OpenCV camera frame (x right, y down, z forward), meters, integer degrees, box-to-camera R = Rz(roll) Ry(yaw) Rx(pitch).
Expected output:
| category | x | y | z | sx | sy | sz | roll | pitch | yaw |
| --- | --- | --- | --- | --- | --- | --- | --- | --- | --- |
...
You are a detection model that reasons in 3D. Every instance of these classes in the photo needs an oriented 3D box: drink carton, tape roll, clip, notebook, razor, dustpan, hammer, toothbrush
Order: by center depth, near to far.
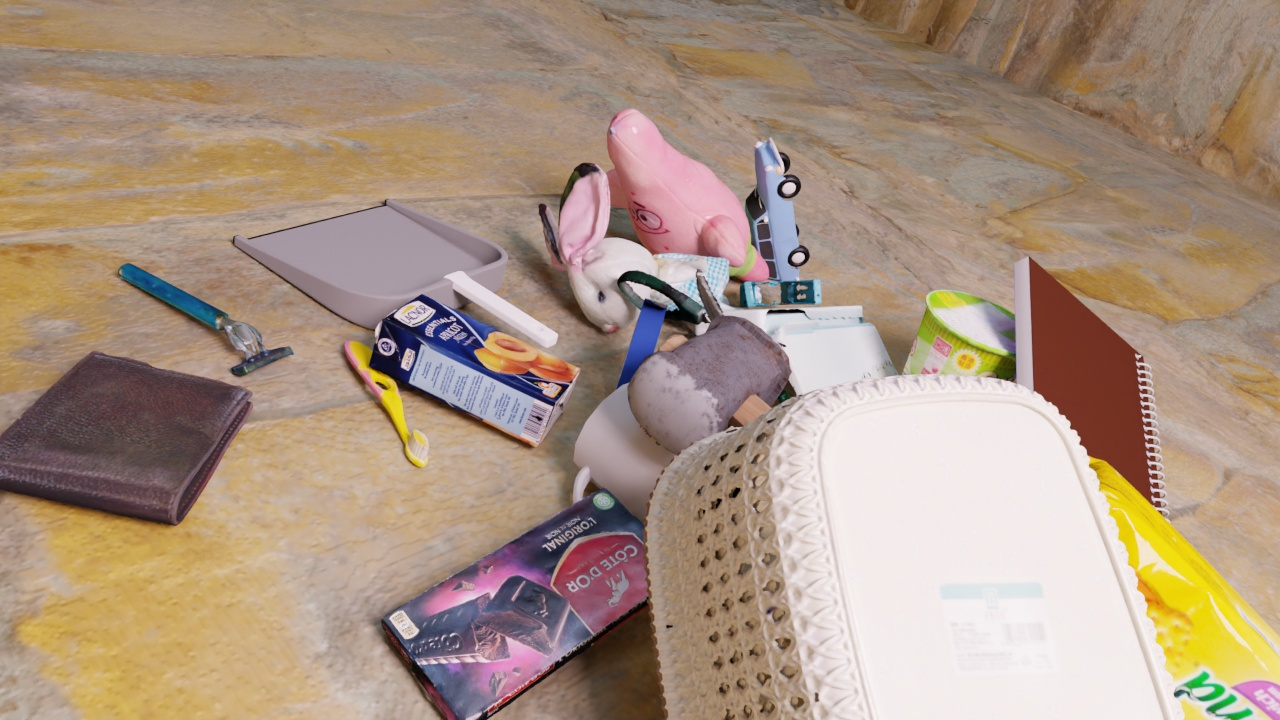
| category | x | y | z | sx | sy | sz | roll | pitch | yaw |
| --- | --- | --- | --- | --- | --- | --- | --- | --- | --- |
| hammer | 0.134 | 0.092 | 0.507 | 0.328 | 0.052 | 0.097 | 40 | 38 | 17 |
| toothbrush | -0.169 | 0.022 | 0.609 | 0.021 | 0.016 | 0.135 | -2 | 37 | -40 |
| razor | -0.302 | -0.034 | 0.624 | 0.144 | 0.022 | 0.042 | 29 | 32 | 17 |
| drink carton | -0.113 | 0.004 | 0.630 | 0.130 | 0.040 | 0.064 | 25 | 24 | 4 |
| tape roll | -0.004 | 0.004 | 0.652 | 0.016 | 0.093 | 0.091 | 18 | -5 | -1 |
| notebook | 0.346 | 0.045 | 0.702 | 0.171 | 0.022 | 0.208 | 32 | 52 | -23 |
| dustpan | -0.171 | -0.067 | 0.731 | 0.258 | 0.033 | 0.162 | 32 | 34 | 21 |
| clip | 0.134 | -0.061 | 0.822 | 0.113 | 0.028 | 0.127 | 0 | 3 | -9 |

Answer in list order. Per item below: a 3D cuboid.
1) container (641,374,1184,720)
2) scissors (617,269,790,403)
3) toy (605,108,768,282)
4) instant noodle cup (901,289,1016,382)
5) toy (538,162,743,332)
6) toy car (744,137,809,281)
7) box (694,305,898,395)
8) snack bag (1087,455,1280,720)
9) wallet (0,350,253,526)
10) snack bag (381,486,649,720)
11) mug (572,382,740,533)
| category | x | y | z | sx | sy | sz | roll | pitch | yaw |
| --- | --- | --- | --- | --- | --- | --- | --- | --- | --- |
| container | 0.109 | 0.123 | 0.378 | 0.184 | 0.143 | 0.246 | -3 | 67 | -18 |
| scissors | 0.047 | -0.019 | 0.669 | 0.015 | 0.202 | 0.204 | -45 | 51 | -12 |
| toy | 0.033 | -0.146 | 0.853 | 0.192 | 0.097 | 0.236 | 35 | -5 | 38 |
| instant noodle cup | 0.260 | 0.011 | 0.761 | 0.099 | 0.108 | 0.098 | 14 | 32 | -9 |
| toy | -0.001 | -0.062 | 0.784 | 0.205 | 0.131 | 0.105 | 28 | 71 | -21 |
| toy car | 0.132 | -0.144 | 0.912 | 0.055 | 0.153 | 0.056 | -14 | 42 | 4 |
| box | 0.140 | -0.011 | 0.770 | 0.197 | 0.075 | 0.125 | -6 | 57 | -53 |
| snack bag | 0.301 | 0.152 | 0.507 | 0.247 | 0.068 | 0.159 | 50 | 23 | 12 |
| wallet | -0.285 | 0.041 | 0.511 | 0.099 | 0.031 | 0.119 | 15 | 29 | -10 |
| snack bag | -0.052 | 0.125 | 0.484 | 0.154 | 0.018 | 0.074 | -26 | 54 | -36 |
| mug | 0.005 | 0.076 | 0.574 | 0.105 | 0.074 | 0.089 | -38 | 59 | -24 |
